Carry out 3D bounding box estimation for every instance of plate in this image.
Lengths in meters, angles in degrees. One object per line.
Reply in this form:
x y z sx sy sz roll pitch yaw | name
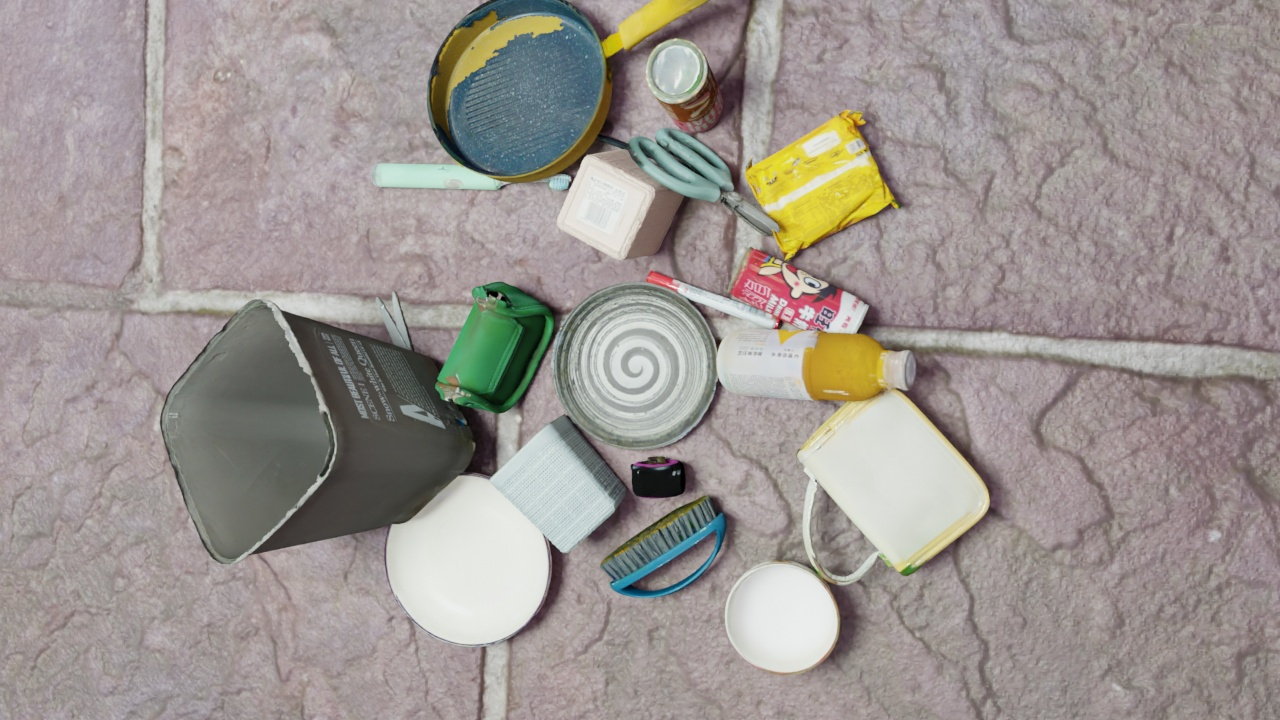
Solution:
-0.006 0.006 0.972 0.179 0.024 0.179 1 94 9 | plate
-0.186 0.216 1.010 0.192 0.039 0.192 1 93 11 | plate

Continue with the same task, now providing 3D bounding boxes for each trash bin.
-0.305 0.073 0.909 0.199 0.219 0.199 -42 66 20 | trash bin

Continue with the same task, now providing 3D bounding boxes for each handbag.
-0.153 -0.012 0.951 0.068 0.120 0.131 28 100 14 | handbag
0.226 0.132 0.908 0.179 0.063 0.163 -41 86 3 | handbag

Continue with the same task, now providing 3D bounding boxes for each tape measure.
0.018 0.121 0.955 0.057 0.058 0.039 -3 90 -8 | tape measure

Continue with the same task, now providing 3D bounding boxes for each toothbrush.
0.009 -0.212 0.960 0.181 0.015 0.018 23 106 8 | toothbrush
-0.184 -0.198 0.993 0.225 0.026 0.027 3 58 10 | toothbrush

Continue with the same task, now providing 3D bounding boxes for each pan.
-0.056 -0.306 0.915 0.358 0.078 0.197 -17 79 14 | pan

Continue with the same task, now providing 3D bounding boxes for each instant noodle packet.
0.180 -0.175 0.914 0.128 0.044 0.111 -25 95 15 | instant noodle packet

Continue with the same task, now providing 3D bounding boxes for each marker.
0.075 -0.062 0.955 0.145 0.017 0.017 21 97 9 | marker

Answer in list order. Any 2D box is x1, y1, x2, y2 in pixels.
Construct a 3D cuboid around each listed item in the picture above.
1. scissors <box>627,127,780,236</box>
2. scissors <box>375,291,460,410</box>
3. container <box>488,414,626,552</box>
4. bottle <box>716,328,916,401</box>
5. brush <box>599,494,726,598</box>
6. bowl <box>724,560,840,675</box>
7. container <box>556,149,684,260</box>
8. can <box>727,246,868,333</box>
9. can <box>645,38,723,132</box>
0.061 -0.169 0.891 0.180 0.142 0.019 47 129 20 | scissors
-0.248 0.003 1.025 0.133 0.012 0.172 9 94 12 | scissors
-0.081 0.130 0.961 0.090 0.090 0.111 -44 88 10 | container
0.167 0.005 0.886 0.190 0.067 0.068 3 94 34 | bottle
0.030 0.203 0.959 0.144 0.055 0.073 -34 85 10 | brush
0.145 0.256 0.936 0.113 0.062 0.113 0 92 11 | bowl
-0.020 -0.155 0.913 0.090 0.110 0.090 29 108 8 | container
0.158 -0.062 0.920 0.133 0.053 0.053 27 98 8 | can
0.045 -0.261 0.883 0.058 0.147 0.058 1 93 11 | can
